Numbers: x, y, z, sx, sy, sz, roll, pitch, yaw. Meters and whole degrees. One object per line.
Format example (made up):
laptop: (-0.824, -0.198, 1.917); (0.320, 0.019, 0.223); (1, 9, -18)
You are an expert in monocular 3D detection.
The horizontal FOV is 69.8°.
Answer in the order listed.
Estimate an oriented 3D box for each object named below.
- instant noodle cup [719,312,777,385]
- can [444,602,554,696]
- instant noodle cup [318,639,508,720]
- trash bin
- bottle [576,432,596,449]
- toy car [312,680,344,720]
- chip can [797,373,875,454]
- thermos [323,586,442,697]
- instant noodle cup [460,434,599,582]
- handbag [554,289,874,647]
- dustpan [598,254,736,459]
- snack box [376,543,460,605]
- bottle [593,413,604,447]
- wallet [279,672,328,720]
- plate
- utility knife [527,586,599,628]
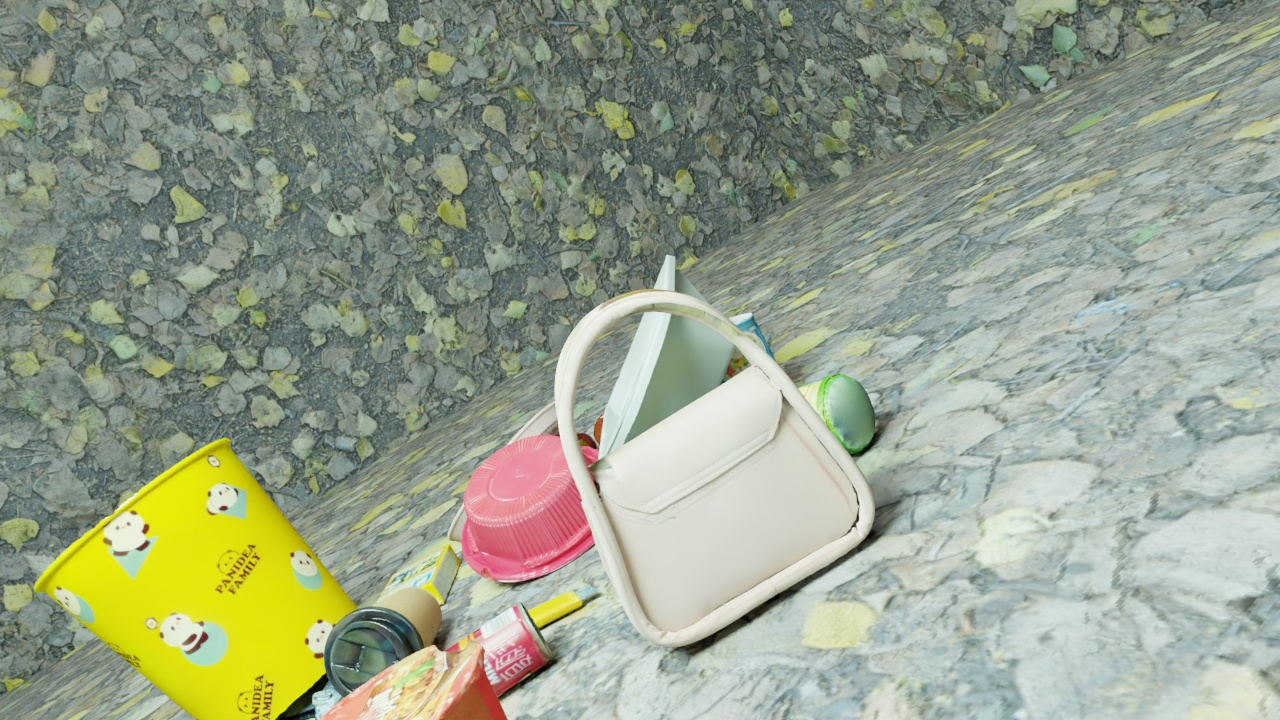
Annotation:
instant noodle cup: (0.117, 0.006, 1.070); (0.099, 0.110, 0.099); (-21, 6, 2)
can: (-0.138, 0.251, 0.728); (0.132, 0.053, 0.053); (-32, 9, -10)
instant noodle cup: (-0.126, 0.247, 0.524); (0.138, 0.108, 0.138); (-29, 8, 4)
trash bin: (-0.448, 0.252, 0.979); (0.230, 0.255, 0.229); (-41, 6, 5)
bottle: (-0.110, 0.149, 1.212); (0.058, 0.057, 0.174); (-25, 10, 29)
toy car: (-0.282, 0.320, 0.858); (0.034, 0.043, 0.090); (4, 4, -1)
chip can: (0.115, 0.071, 0.867); (0.222, 0.072, 0.072); (-21, 12, 44)
thermos: (-0.238, 0.268, 0.880); (0.093, 0.093, 0.143); (-29, 0, 4)
instant noodle cup: (-0.121, 0.147, 1.005); (0.194, 0.066, 0.193); (-18, 33, 11)
handbag: (0.034, 0.061, 0.645); (0.193, 0.234, 0.093); (-31, 10, -8)
dustpan: (-0.006, 0.006, 1.023); (0.258, 0.142, 0.223); (44, 117, 53)
snack box: (-0.270, 0.275, 1.106); (0.087, 0.034, 0.140); (-30, 10, 1)
bottle: (-0.039, 0.098, 1.277); (0.059, 0.060, 0.206); (-31, 5, -7)
wallet: (-0.313, 0.332, 0.969); (0.097, 0.019, 0.120); (-25, 12, 29)
plate: (-0.168, 0.151, 1.206); (0.229, 0.028, 0.229); (-52, -6, -8)
utility knife: (-0.111, 0.242, 0.820); (0.171, 0.015, 0.033); (-28, 14, 5)
